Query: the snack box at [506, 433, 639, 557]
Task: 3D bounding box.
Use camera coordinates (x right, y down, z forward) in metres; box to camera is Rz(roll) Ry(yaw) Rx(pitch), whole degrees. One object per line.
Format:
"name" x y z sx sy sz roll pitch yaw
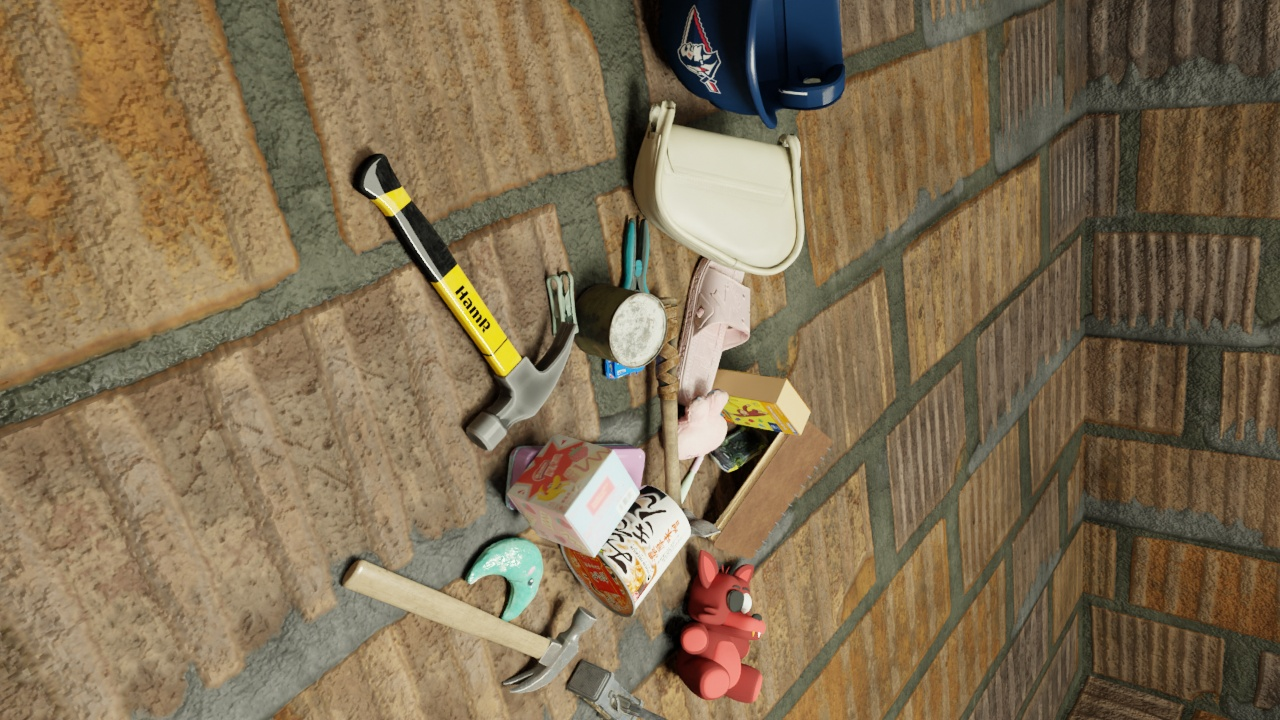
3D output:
"snack box" -0.073 0.145 1.004 0.092 0.095 0.079 -52 133 -28

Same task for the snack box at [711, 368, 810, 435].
"snack box" 0.162 0.058 1.296 0.088 0.126 0.040 47 61 -43

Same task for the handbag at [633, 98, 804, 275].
"handbag" 0.092 -0.217 1.165 0.228 0.132 0.184 7 104 -27

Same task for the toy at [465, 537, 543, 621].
"toy" -0.146 0.244 1.040 0.085 0.033 0.105 -45 130 -22

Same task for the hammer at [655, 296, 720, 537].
"hammer" 0.038 0.078 1.185 0.048 0.122 0.319 -5 93 -49

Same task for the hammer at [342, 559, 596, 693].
"hammer" -0.181 0.281 0.991 0.119 0.031 0.331 -55 134 -4

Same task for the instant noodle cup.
"instant noodle cup" -0.011 0.222 1.109 0.121 0.124 0.124 -39 125 -29

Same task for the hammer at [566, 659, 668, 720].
"hammer" 0.057 0.445 1.089 0.044 0.323 0.098 -58 135 -26

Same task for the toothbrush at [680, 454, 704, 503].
"toothbrush" 0.067 0.171 1.291 0.022 0.015 0.154 34 65 -7

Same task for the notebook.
"notebook" 0.198 0.192 1.376 0.225 0.024 0.167 -55 147 1

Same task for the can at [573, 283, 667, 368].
"can" -0.026 -0.042 1.087 0.089 0.075 0.090 -14 111 -39

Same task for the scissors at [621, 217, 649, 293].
"scissors" -0.002 -0.104 1.152 0.137 0.019 0.136 -46 124 -25

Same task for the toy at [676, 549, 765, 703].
"toy" 0.119 0.385 1.323 0.158 0.121 0.197 26 68 -46

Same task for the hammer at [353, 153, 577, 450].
"hammer" -0.181 -0.069 0.933 0.169 0.034 0.325 -49 128 -25

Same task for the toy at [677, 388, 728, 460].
"toy" 0.081 0.086 1.245 0.108 0.053 0.105 -15 132 -38

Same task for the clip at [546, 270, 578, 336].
"clip" -0.090 -0.065 1.055 0.044 0.023 0.076 -25 117 -47

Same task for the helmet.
"helmet" 0.130 -0.399 1.089 0.271 0.223 0.233 -81 164 -51

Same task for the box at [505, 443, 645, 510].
"box" -0.075 0.138 1.103 0.213 0.033 0.076 5 95 -50

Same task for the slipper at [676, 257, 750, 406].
"slipper" 0.107 -0.048 1.260 0.094 0.064 0.239 24 80 -49

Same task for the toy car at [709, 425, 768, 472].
"toy car" 0.145 0.132 1.354 0.105 0.048 0.033 -25 148 -43

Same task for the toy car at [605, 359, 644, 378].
"toy car" -0.007 0.006 1.135 0.091 0.062 0.033 -17 109 -47
